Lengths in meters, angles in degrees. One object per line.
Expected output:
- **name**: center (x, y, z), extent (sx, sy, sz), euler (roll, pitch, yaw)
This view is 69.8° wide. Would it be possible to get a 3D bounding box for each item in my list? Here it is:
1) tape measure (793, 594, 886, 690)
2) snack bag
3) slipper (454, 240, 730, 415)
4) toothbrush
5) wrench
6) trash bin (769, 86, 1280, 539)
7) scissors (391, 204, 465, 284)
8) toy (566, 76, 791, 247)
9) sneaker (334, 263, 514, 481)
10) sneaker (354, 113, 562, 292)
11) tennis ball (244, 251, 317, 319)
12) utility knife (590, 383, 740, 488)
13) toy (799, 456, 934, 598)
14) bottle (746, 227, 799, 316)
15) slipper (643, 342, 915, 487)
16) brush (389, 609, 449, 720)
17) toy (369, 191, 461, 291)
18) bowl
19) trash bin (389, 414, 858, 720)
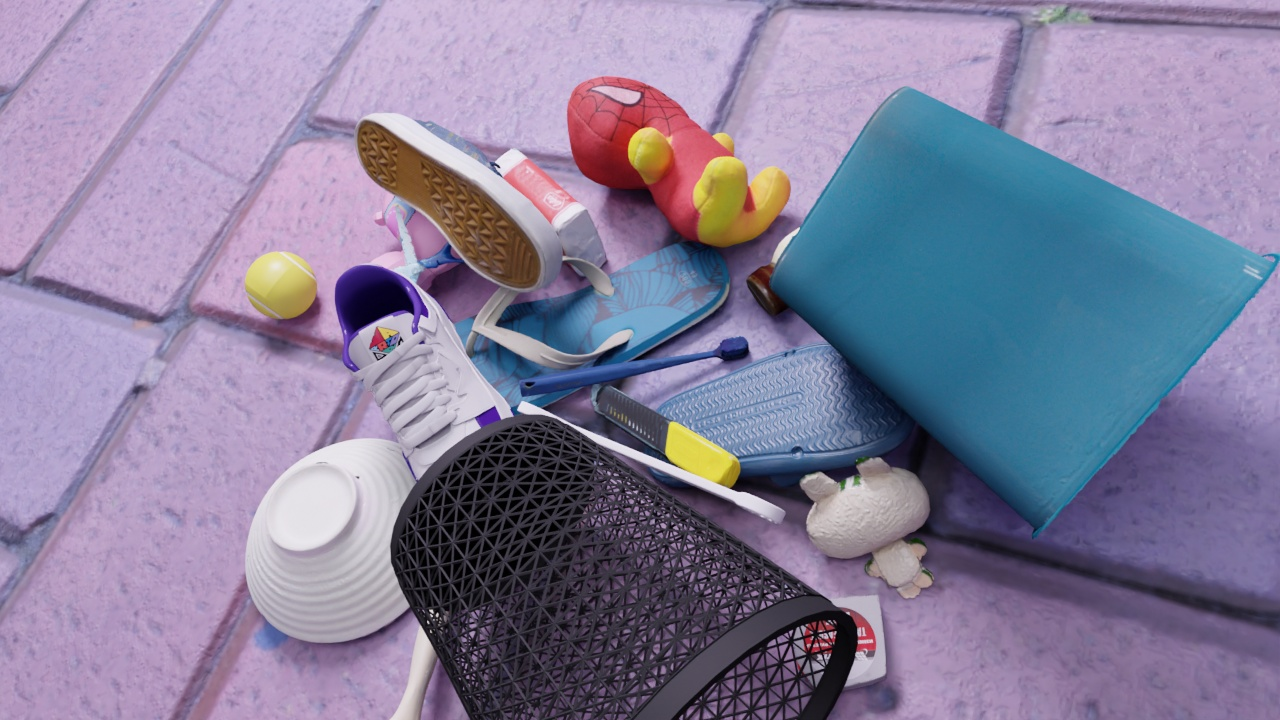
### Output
- **tape measure**: center (0.135, 0.191, 0.621), extent (0.060, 0.020, 0.062), euler (-8, 61, 13)
- **snack bag**: center (-0.083, -0.134, 0.832), extent (0.036, 0.077, 0.116), euler (-40, 58, -9)
- **slipper**: center (-0.066, -0.031, 0.783), extent (0.295, 0.060, 0.118), euler (-23, 61, 4)
- **toothbrush**: center (-0.004, 0.004, 0.745), extent (0.190, 0.017, 0.016), euler (-10, 66, -3)
- **wrench**: center (-0.003, 0.070, 0.666), extent (0.274, 0.047, 0.009), euler (16, 77, 48)
- **trash bin**: center (0.224, -0.044, 0.575), extent (0.218, 0.198, 0.197), euler (40, 112, 20)
- **scissors**: center (-0.197, -0.079, 0.822), extent (0.133, 0.014, 0.127), euler (-16, 90, -4)
- **toy**: center (0.019, -0.177, 0.802), extent (0.216, 0.147, 0.099), euler (37, 106, 28)
- **sneaker**: center (-0.171, 0.019, 0.713), extent (0.092, 0.111, 0.244), euler (-32, 63, 1)
- **sneaker**: center (-0.143, -0.148, 0.786), extent (0.235, 0.088, 0.079), euler (38, 44, 21)
- **tennis ball**: center (-0.347, -0.073, 0.887), extent (0.065, 0.065, 0.065), euler (-7, 60, 13)
- **utility knife**: center (0.010, 0.052, 0.700), extent (0.174, 0.020, 0.029), euler (29, 86, 46)
- **toy**: center (0.159, 0.109, 0.635), extent (0.087, 0.112, 0.050), euler (-33, 19, 20)
- **bottle**: center (0.162, -0.098, 0.749), extent (0.162, 0.056, 0.056), euler (-36, 58, -4)
- **slipper**: center (0.101, 0.046, 0.690), extent (0.214, 0.059, 0.103), euler (-13, 56, 27)
- **brush**: center (-0.159, 0.211, 0.683), extent (0.078, 0.062, 0.271), euler (-16, 50, 41)
- **toy**: center (-0.211, -0.116, 0.870), extent (0.157, 0.067, 0.123), euler (-44, 58, -4)
- **bowl**: center (-0.248, 0.128, 0.733), extent (0.177, 0.071, 0.177), euler (-5, 59, 8)
- **trash bin**: center (-0.029, 0.166, 0.585), extent (0.216, 0.217, 0.243), euler (-45, 53, -10)
